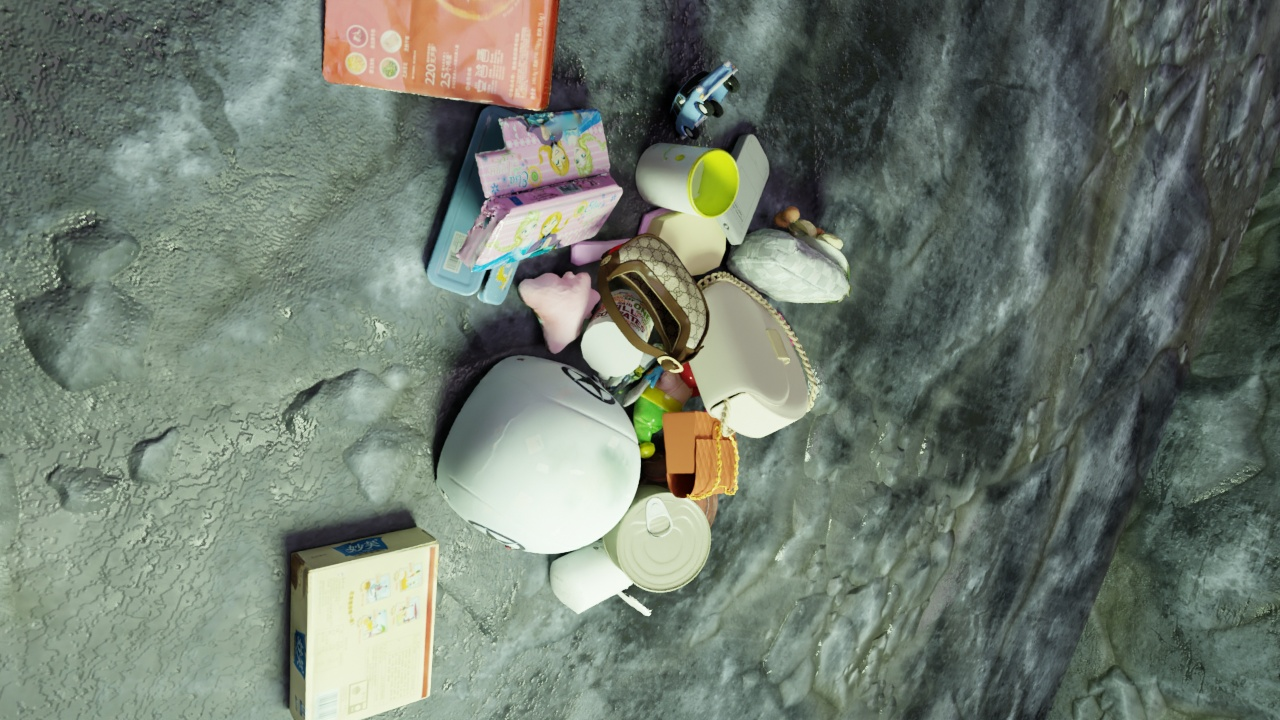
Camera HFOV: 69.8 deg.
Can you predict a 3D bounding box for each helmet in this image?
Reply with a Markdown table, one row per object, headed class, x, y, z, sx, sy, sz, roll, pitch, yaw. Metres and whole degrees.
| class | x | y | z | sx | sy | sz | roll | pitch | yaw |
| --- | --- | --- | --- | --- | --- | --- | --- | --- | --- |
| helmet | -0.095 | 0.130 | 1.100 | 0.264 | 0.164 | 0.236 | 38 | 81 | -42 |

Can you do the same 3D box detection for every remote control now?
| class | x | y | z | sx | sy | sz | roll | pitch | yaw |
| --- | --- | --- | --- | --- | --- | --- | --- | --- | --- |
| remote control | 0.133 | -0.232 | 1.224 | 0.074 | 0.019 | 0.150 | 51 | 50 | -39 |

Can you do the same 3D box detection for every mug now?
| class | x | y | z | sx | sy | sz | roll | pitch | yaw |
| --- | --- | --- | --- | --- | --- | --- | --- | --- | --- |
| mug | -0.031 | -0.023 | 1.136 | 0.089 | 0.073 | 0.105 | -70 | 180 | -58 |
| mug | 0.057 | -0.225 | 1.134 | 0.082 | 0.106 | 0.083 | -15 | 115 | -35 |

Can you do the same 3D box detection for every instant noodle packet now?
| class | x | y | z | sx | sy | sz | roll | pitch | yaw |
| --- | --- | --- | --- | --- | --- | --- | --- | --- | --- |
| instant noodle packet | -0.197 | -0.344 | 0.909 | 0.220 | 0.084 | 0.164 | -3 | 112 | -30 |

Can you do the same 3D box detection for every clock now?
| class | x | y | z | sx | sy | sz | roll | pitch | yaw |
| --- | --- | --- | --- | --- | --- | --- | --- | --- | --- |
| clock | 0.035 | 0.198 | 1.293 | 0.120 | 0.072 | 0.157 | -54 | 132 | -12 |

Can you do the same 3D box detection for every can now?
| class | x | y | z | sx | sy | sz | roll | pitch | yaw |
| --- | --- | --- | --- | --- | --- | --- | --- | --- | --- |
| can | 0.019 | 0.228 | 1.194 | 0.127 | 0.073 | 0.128 | -1 | 93 | -19 |

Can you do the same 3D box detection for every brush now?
| class | x | y | z | sx | sy | sz | roll | pitch | yaw |
| --- | --- | --- | --- | --- | --- | --- | --- | --- | --- |
| brush | 0.015 | -0.146 | 1.170 | 0.228 | 0.043 | 0.089 | -13 | 114 | -37 |

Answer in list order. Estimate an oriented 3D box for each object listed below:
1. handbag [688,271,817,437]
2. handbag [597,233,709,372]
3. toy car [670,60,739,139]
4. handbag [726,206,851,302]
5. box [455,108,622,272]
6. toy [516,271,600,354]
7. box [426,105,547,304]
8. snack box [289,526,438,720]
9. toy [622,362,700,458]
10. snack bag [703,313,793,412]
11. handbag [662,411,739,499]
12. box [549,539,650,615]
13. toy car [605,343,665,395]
| class | x | y | z | sx | sy | sz | roll | pitch | yaw |
| --- | --- | --- | --- | --- | --- | --- | --- | --- | --- |
| handbag | 0.133 | -0.002 | 1.227 | 0.208 | 0.104 | 0.210 | 9 | 57 | -53 |
| handbag | 0.014 | -0.064 | 1.091 | 0.166 | 0.063 | 0.138 | 54 | 43 | -16 |
| toy car | 0.073 | -0.315 | 1.103 | 0.056 | 0.153 | 0.055 | -44 | 92 | -9 |
| handbag | 0.210 | -0.148 | 1.292 | 0.171 | 0.113 | 0.123 | 19 | 84 | -42 |
| box | -0.098 | -0.185 | 0.992 | 0.229 | 0.066 | 0.159 | -28 | 135 | -54 |
| toy | -0.094 | -0.068 | 1.102 | 0.093 | 0.050 | 0.102 | -39 | 123 | -20 |
| box | -0.155 | -0.167 | 1.017 | 0.120 | 0.049 | 0.209 | 17 | 96 | -41 |
| snack box | -0.316 | 0.305 | 1.048 | 0.153 | 0.055 | 0.207 | -6 | 109 | -39 |
| toy | 0.029 | 0.056 | 1.216 | 0.131 | 0.097 | 0.124 | -34 | 164 | -9 |
| snack bag | 0.167 | 0.023 | 1.379 | 0.196 | 0.016 | 0.070 | -51 | 129 | -14 |
| handbag | 0.088 | 0.124 | 1.204 | 0.171 | 0.060 | 0.109 | 13 | 75 | -67 |
| box | -0.052 | 0.315 | 1.261 | 0.136 | 0.083 | 0.144 | -20 | 112 | -35 |
| toy car | -0.007 | 0.007 | 1.195 | 0.033 | 0.048 | 0.105 | 49 | 42 | 1 |
